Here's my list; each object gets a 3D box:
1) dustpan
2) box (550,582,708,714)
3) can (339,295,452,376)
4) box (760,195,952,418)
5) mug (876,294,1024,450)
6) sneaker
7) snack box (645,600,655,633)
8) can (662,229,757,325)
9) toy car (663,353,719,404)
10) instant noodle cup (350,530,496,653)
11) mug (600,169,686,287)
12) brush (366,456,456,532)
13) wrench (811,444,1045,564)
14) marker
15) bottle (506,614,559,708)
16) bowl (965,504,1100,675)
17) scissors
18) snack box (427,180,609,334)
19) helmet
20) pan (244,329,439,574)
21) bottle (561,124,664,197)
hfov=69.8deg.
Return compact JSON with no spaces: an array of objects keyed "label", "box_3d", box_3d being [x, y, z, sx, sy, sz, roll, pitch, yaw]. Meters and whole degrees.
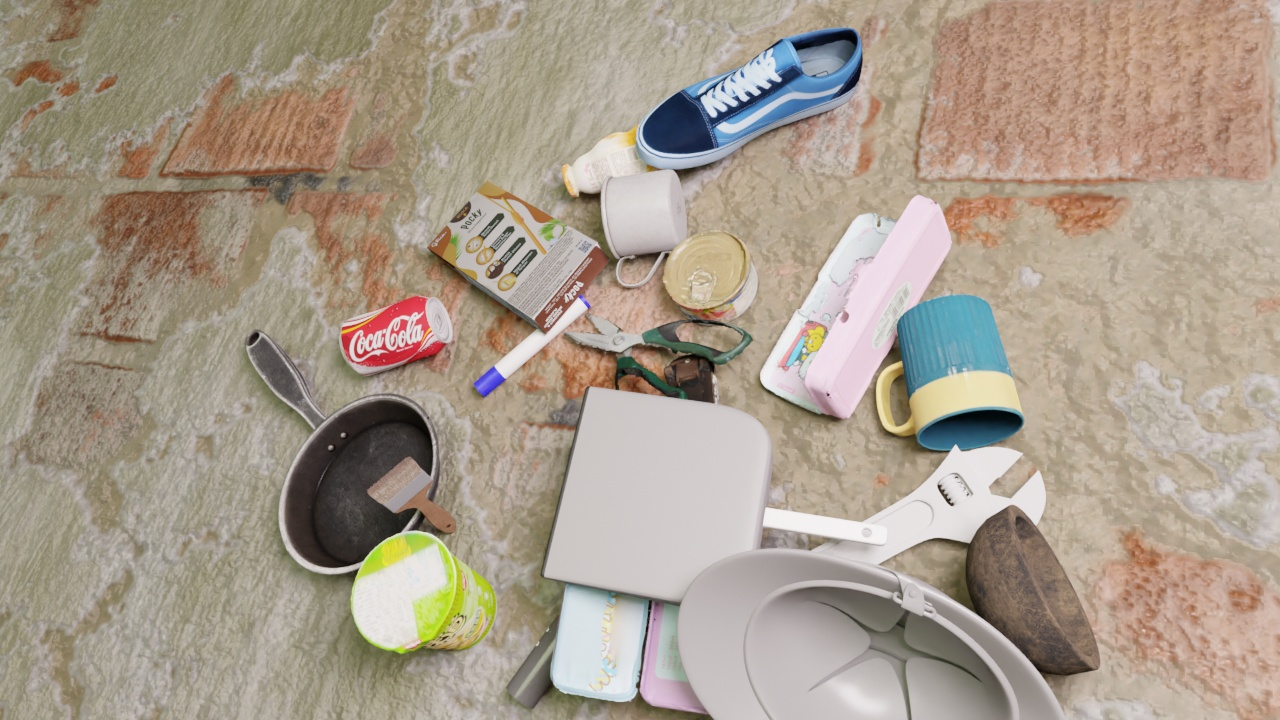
[{"label":"dustpan","box_3d":[0.064,0.116,0.730,0.258,0.033,0.163,7,68,14]},{"label":"box","box_3d":[0.013,0.168,0.747,0.150,0.049,0.213,9,68,2]},{"label":"can","box_3d":[-0.257,-0.027,0.965,0.105,0.064,0.064,-17,62,12]},{"label":"box","box_3d":[0.182,-0.055,0.814,0.103,0.087,0.201,24,76,40]},{"label":"mug","box_3d":[0.246,0.016,0.759,0.114,0.083,0.107,-28,55,38]},{"label":"sneaker","box_3d":[0.104,-0.270,0.896,0.241,0.098,0.083,-22,69,-5]},{"label":"snack box","box_3d":[0.039,0.169,0.785,0.051,0.032,0.140,16,73,26]},{"label":"can","box_3d":[0.068,-0.079,0.883,0.086,0.043,0.086,-8,64,17]},{"label":"toy car","box_3d":[0.049,0.038,0.842,0.048,0.040,0.112,-14,44,14]},{"label":"instant noodle cup","box_3d":[-0.180,0.210,0.803,0.099,0.108,0.098,-8,64,16]},{"label":"mug","box_3d":[0.006,-0.132,0.916,0.071,0.084,0.113,-5,94,15]},{"label":"brush","box_3d":[-0.196,0.130,0.825,0.045,0.143,0.008,-40,60,-12]},{"label":"wrench","box_3d":[0.194,0.155,0.740,0.273,0.018,0.086,-32,72,7]},{"label":"marker","box_3d":[-0.110,-0.016,0.932,0.141,0.020,0.020,-41,60,-1]},{"label":"bottle","box_3d":[-0.070,0.243,0.792,0.030,0.030,0.113,31,80,29]},{"label":"bowl","box_3d":[0.270,0.170,0.658,0.056,0.121,0.121,-32,58,26]},{"label":"scissors","box_3d":[-0.010,0.007,0.862,0.210,0.015,0.146,8,55,33]},{"label":"snack box","box_3d":[-0.132,-0.113,0.965,0.186,0.031,0.101,33,79,35]},{"label":"helmet","box_3d":[0.169,0.218,0.671,0.271,0.117,0.183,23,107,18]},{"label":"pan","box_3d":[-0.326,0.075,0.952,0.187,0.055,0.357,-46,53,-4]},{"label":"bottle","box_3d":[-0.027,-0.205,0.964,0.109,0.063,0.063,-17,62,12]}]
